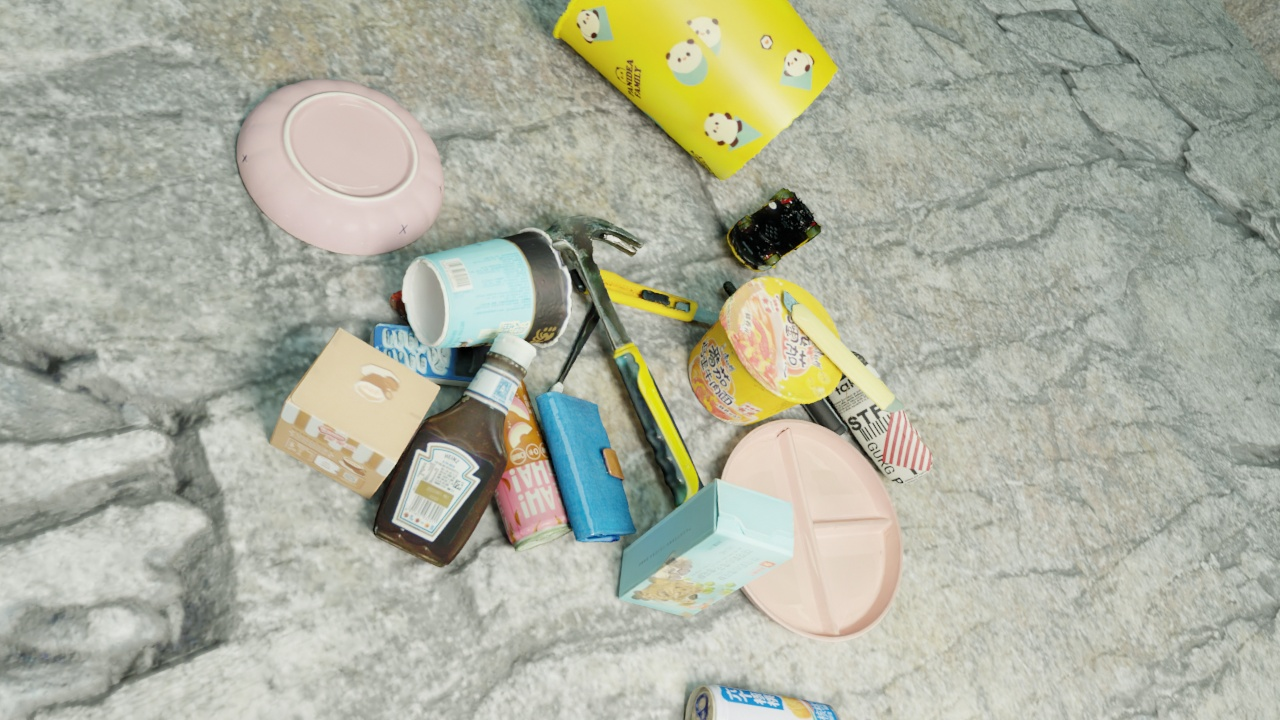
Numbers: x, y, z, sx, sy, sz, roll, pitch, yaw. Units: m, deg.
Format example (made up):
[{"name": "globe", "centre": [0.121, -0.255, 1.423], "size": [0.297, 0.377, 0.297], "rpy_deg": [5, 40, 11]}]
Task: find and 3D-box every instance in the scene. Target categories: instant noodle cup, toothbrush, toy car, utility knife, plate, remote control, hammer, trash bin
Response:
[{"name": "instant noodle cup", "centre": [0.122, -0.002, 0.948], "size": [0.138, 0.110, 0.137], "rpy_deg": [13, 61, -24]}, {"name": "toothbrush", "centre": [0.157, -0.003, 1.021], "size": [0.026, 0.027, 0.212], "rpy_deg": [-36, 86, 8]}, {"name": "toy car", "centre": [0.155, -0.152, 1.086], "size": [0.155, 0.041, 0.071], "rpy_deg": [-36, 87, -39]}, {"name": "utility knife", "centre": [0.020, -0.065, 0.972], "size": [0.208, 0.015, 0.033], "rpy_deg": [14, 61, -27]}, {"name": "instant noodle cup", "centre": [-0.141, -0.057, 0.815], "size": [0.120, 0.111, 0.111], "rpy_deg": [-13, 73, -39]}, {"name": "utility knife", "centre": [0.201, -0.007, 0.915], "size": [0.167, 0.018, 0.030], "rpy_deg": [49, 48, -3]}, {"name": "plate", "centre": [-0.274, -0.191, 0.862], "size": [0.192, 0.039, 0.192], "rpy_deg": [13, 60, -24]}, {"name": "remote control", "centre": [-0.181, -0.002, 0.828], "size": [0.124, 0.024, 0.049], "rpy_deg": [7, 62, -32]}, {"name": "plate", "centre": [0.172, 0.172, 0.941], "size": [0.229, 0.028, 0.229], "rpy_deg": [13, 61, -25]}, {"name": "toothbrush", "centre": [-0.057, -0.024, 0.917], "size": [0.015, 0.018, 0.180], "rpy_deg": [28, 53, -5]}, {"name": "hammer", "centre": [-0.005, 0.005, 0.901], "size": [0.125, 0.032, 0.323], "rpy_deg": [-21, 84, -31]}, {"name": "trash bin", "centre": [0.069, -0.359, 1.040], "size": [0.255, 0.230, 0.228], "rpy_deg": [45, 52, -10]}]

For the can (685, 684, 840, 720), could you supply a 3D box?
[{"name": "can", "centre": [0.109, 0.322, 0.811], "size": [0.134, 0.053, 0.053], "rpy_deg": [17, 59, -22]}]

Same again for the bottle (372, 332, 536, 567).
[{"name": "bottle", "centre": [-0.145, 0.069, 0.757], "size": [0.080, 0.044, 0.194], "rpy_deg": [26, 77, -1]}]

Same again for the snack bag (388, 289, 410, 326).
[{"name": "snack bag", "centre": [-0.185, -0.067, 0.858], "size": [0.045, 0.026, 0.105], "rpy_deg": [47, 51, 1]}]

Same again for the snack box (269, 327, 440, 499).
[{"name": "snack box", "centre": [-0.229, 0.044, 0.734], "size": [0.092, 0.095, 0.076], "rpy_deg": [33, 54, -11]}]

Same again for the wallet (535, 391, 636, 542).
[{"name": "wallet", "centre": [-0.047, 0.096, 0.819], "size": [0.106, 0.040, 0.133], "rpy_deg": [28, 42, -69]}]

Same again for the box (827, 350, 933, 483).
[{"name": "box", "centre": [0.266, 0.059, 1.032], "size": [0.162, 0.076, 0.087], "rpy_deg": [53, 31, 4]}]

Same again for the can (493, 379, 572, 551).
[{"name": "can", "centre": [-0.108, 0.088, 0.803], "size": [0.057, 0.058, 0.147], "rpy_deg": [-12, 72, -34]}]

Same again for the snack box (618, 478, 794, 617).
[{"name": "snack box", "centre": [0.052, 0.165, 0.783], "size": [0.074, 0.175, 0.051], "rpy_deg": [21, 52, -19]}]
